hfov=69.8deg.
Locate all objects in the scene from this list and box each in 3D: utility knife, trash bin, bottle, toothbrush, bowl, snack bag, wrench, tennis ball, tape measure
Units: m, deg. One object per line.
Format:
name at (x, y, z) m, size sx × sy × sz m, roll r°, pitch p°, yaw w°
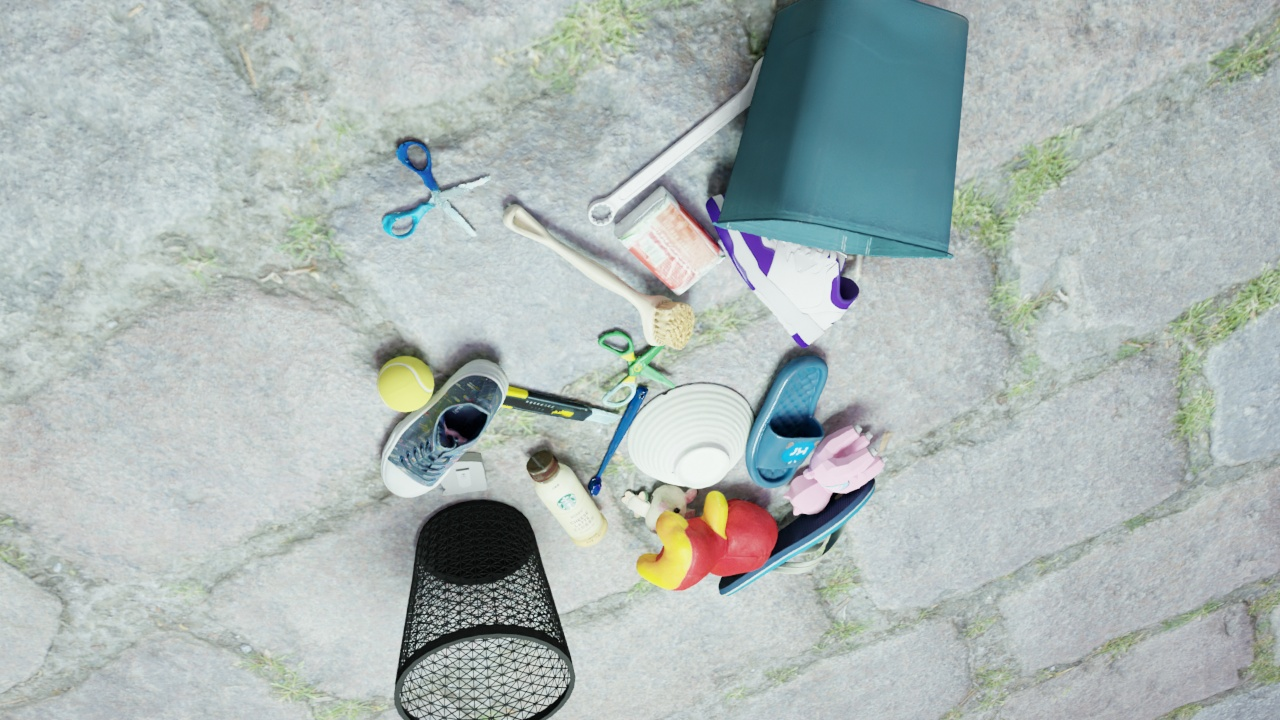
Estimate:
utility knife at (-0.118, 0.057, 1.165) m, size 0.203 × 0.020 × 0.029 m, roll 12°, pitch 125°, yaw -23°
trash bin at (0.200, -0.221, 0.886) m, size 0.196 × 0.199 × 0.218 m, roll 9°, pitch 94°, yaw -19°
bottle at (-0.101, 0.186, 1.243) m, size 0.056 × 0.056 × 0.162 m, roll -25°, pitch 128°, yaw 6°
toothbrush at (-0.031, 0.111, 1.227) m, size 0.016 × 0.017 × 0.190 m, roll 12°, pitch 123°, yaw -23°
bowl at (0.075, 0.121, 1.226) m, size 0.177 × 0.070 × 0.178 m, roll -6°, pitch 128°, yaw -8°
snack bag at (0.033, -0.134, 1.041) m, size 0.077 × 0.036 × 0.116 m, roll -39°, pitch 125°, yaw 16°
wrench at (0.052, -0.234, 0.986) m, size 0.274 × 0.009 × 0.047 m, roll -36°, pitch 126°, yaw 15°
tennis ball at (-0.275, 0.027, 1.074) m, size 0.065 × 0.065 × 0.065 m, roll -7°, pitch 128°, yaw -9°
trash bin at (-0.209, 0.328, 1.205) m, size 0.217 × 0.243 × 0.217 m, roll -7°, pitch 128°, yaw -9°
tape measure at (-0.234, 0.150, 1.206) m, size 0.060 × 0.020 × 0.062 m, roll -7°, pitch 128°, yaw -8°

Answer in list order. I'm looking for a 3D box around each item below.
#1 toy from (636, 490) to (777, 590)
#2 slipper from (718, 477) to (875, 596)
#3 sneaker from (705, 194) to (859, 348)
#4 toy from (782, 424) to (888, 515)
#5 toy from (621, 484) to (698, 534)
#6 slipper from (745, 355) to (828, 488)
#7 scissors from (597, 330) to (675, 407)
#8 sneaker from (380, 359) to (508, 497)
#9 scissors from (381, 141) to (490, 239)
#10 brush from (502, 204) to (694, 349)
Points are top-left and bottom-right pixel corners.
toy at (0.104, 0.259, 1.297) m, size 0.215 × 0.098 × 0.148 m, roll -4°, pitch 135°, yaw -38°
slipper at (0.237, 0.276, 1.357) m, size 0.296 × 0.118 × 0.060 m, roll -40°, pitch 89°, yaw 22°
sneaker at (0.175, -0.119, 1.056) m, size 0.111 × 0.091 × 0.244 m, roll -35°, pitch 131°, yaw 13°
toy at (0.266, 0.159, 1.292) m, size 0.158 × 0.067 × 0.123 m, roll -38°, pitch 151°, yaw 17°
toy at (0.033, 0.211, 1.303) m, size 0.112 × 0.050 × 0.087 m, roll 1°, pitch 127°, yaw -20°
slipper at (0.200, 0.090, 1.229) m, size 0.103 × 0.059 × 0.214 m, roll -8°, pitch 126°, yaw -28°
scissors at (-0.008, 0.010, 1.150) m, size 0.125 × 0.011 × 0.131 m, roll 31°, pitch 107°, yaw -25°
sneaker at (-0.247, 0.097, 1.110) m, size 0.087 × 0.079 × 0.236 m, roll 35°, pitch 118°, yaw -18°
scissors at (-0.219, -0.175, 0.964) m, size 0.127 × 0.014 × 0.134 m, roll -18°, pitch 128°, yaw 1°
brush at (-0.043, -0.094, 1.044) m, size 0.272 × 0.061 × 0.078 m, roll 34°, pitch 151°, yaw -27°
